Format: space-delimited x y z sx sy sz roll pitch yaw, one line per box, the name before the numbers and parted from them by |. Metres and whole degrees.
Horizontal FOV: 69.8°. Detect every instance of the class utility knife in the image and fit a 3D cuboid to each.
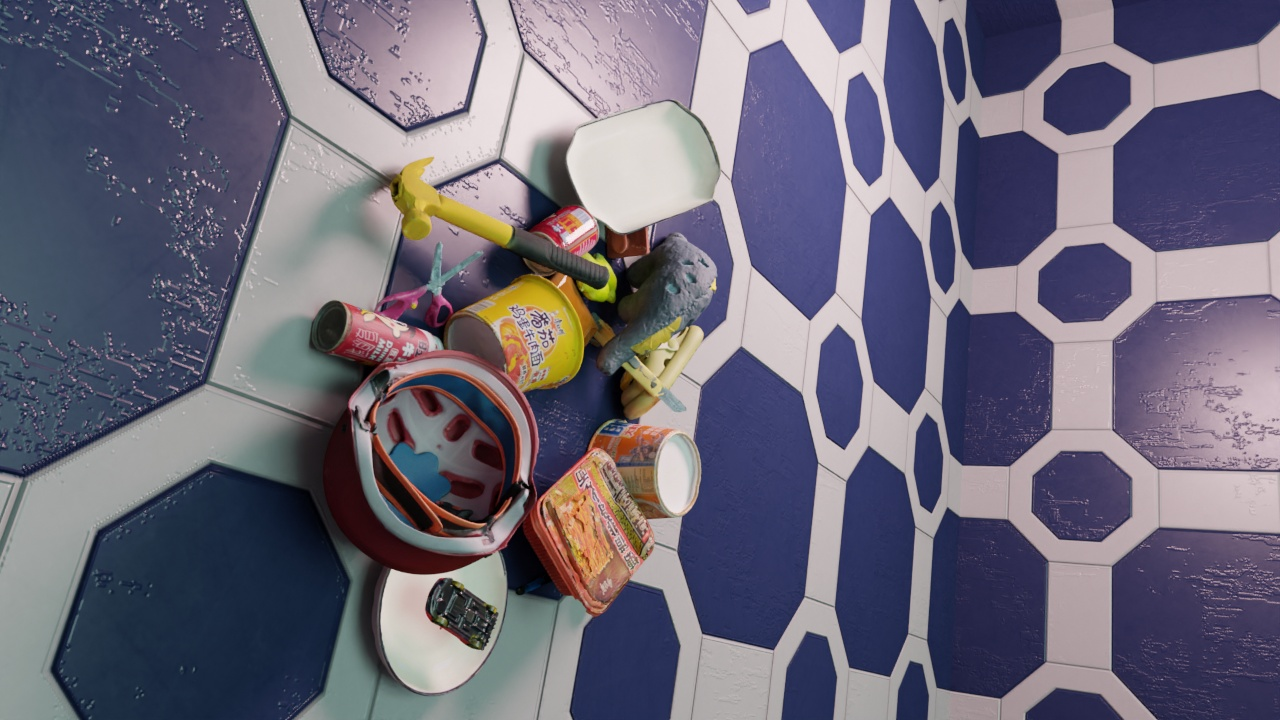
utility knife | -0.008 0.008 1.285 0.190 0.020 0.030 47 67 -4

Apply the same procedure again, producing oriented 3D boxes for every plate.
plate | -0.223 0.265 1.005 0.192 0.039 0.192 6 83 -56
plate | 0.003 -0.270 1.285 0.265 0.034 0.162 -28 98 -35

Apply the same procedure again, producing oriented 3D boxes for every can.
can | -0.268 -0.019 0.946 0.132 0.053 0.053 23 69 -53
can | -0.104 -0.155 1.185 0.093 0.067 0.066 -45 124 -48

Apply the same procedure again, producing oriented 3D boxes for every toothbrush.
toothbrush | -0.098 0.276 1.212 0.189 0.016 0.014 -11 89 -55

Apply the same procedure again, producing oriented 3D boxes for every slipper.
slipper | 0.020 0.006 1.360 0.081 0.092 0.190 39 56 1

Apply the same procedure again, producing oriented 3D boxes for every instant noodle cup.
instant noodle cup | -0.151 -0.019 1.057 0.109 0.138 0.138 -27 110 -45
instant noodle cup | 0.009 0.157 1.291 0.151 0.112 0.151 5 84 -56
instant noodle cup | -0.073 0.220 1.166 0.164 0.079 0.188 61 32 -7

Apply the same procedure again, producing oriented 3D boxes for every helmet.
helmet | -0.218 0.110 0.927 0.207 0.144 0.239 42 34 -11

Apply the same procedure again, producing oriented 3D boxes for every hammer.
hammer | -0.153 -0.143 1.054 0.300 0.033 0.128 21 37 -42

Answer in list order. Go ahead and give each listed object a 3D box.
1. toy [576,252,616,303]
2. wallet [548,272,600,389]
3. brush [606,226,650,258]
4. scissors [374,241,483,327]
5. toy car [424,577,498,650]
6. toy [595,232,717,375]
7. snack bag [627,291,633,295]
toy | -0.060 -0.114 1.269 0.097 0.031 0.099 63 25 -24
wallet | -0.109 -0.038 1.205 0.119 0.035 0.130 58 43 -27
brush | -0.022 -0.222 1.316 0.069 0.063 0.145 6 81 -69
scissors | -0.223 -0.075 0.993 0.133 0.017 0.130 -35 151 -4
toy car | -0.194 0.270 0.982 0.106 0.031 0.049 53 47 -43
toy | 0.040 -0.103 1.314 0.091 0.138 0.355 61 31 -27
snack bag | 0.017 -0.091 1.396 0.104 0.026 0.048 -25 88 -53
